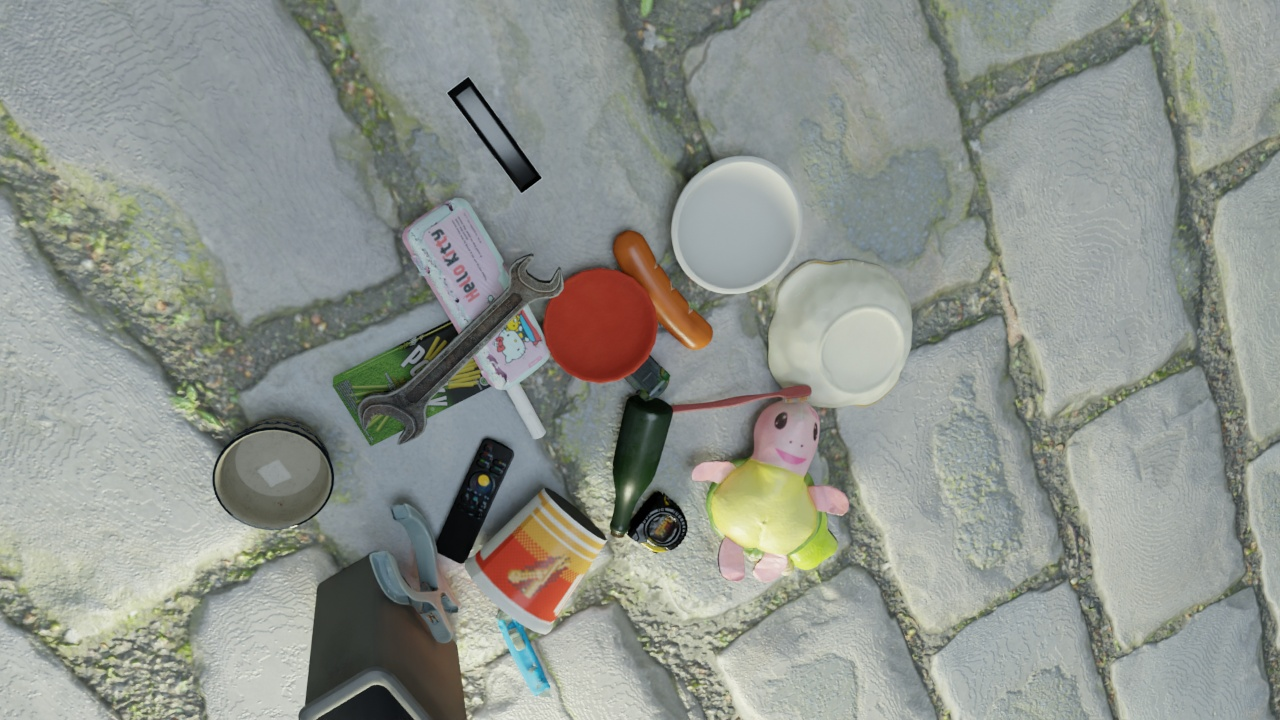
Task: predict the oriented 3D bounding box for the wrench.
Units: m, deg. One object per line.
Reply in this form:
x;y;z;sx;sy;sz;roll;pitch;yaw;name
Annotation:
-0.183;-0.009;0.930;0.274;0.010;0.070;-41;112;16;wrench

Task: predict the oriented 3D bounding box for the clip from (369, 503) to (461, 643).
-0.244;0.224;1.041;0.029;0.142;0.172;-11;132;13;clip

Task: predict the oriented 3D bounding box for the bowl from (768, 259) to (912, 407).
0.248;-0.020;1.083;0.188;0.060;0.219;-41;116;3;bowl

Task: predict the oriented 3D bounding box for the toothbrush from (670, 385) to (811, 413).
0.108;0.049;1.076;0.184;0.015;0.016;-7;144;2;toothbrush

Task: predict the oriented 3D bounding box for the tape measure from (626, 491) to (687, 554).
0.025;0.198;1.117;0.062;0.038;0.067;37;94;-16;tape measure

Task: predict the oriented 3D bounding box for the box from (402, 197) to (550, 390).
-0.166;-0.065;0.943;0.086;0.045;0.202;-41;118;-29;box

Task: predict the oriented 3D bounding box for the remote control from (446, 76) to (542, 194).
-0.145;-0.224;0.921;0.028;0.012;0.124;-37;115;0;remote control

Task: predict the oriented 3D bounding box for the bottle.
-0.008;0.129;1.071;0.055;0.055;0.174;8;109;-18;bottle

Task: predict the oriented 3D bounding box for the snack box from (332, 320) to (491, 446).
-0.241;0.022;0.980;0.147;0.025;0.080;-27;115;-5;snack box

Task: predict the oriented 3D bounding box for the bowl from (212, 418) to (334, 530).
-0.379;0.111;0.956;0.115;0.059;0.116;-5;111;-14;bowl

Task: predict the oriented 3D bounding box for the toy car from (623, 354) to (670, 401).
-0.006;0.006;1.032;0.042;0.036;0.091;-46;108;-1;toy car

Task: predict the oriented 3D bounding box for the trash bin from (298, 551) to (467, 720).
-0.268;0.345;0.987;0.097;0.220;0.192;-31;115;-3;trash bin

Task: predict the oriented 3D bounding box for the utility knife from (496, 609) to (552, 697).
-0.144;0.366;1.145;0.031;0.015;0.158;-21;116;-2;utility knife

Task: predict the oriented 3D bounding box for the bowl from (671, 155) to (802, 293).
0.100;-0.150;1.000;0.149;0.043;0.150;-5;111;-14;bowl

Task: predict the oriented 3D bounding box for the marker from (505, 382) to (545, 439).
-0.140;0.031;1.015;0.017;0.020;0.133;-33;116;-17;marker

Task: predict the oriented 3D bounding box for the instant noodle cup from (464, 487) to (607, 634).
-0.113;0.222;1.046;0.123;0.123;0.121;41;88;-25;instant noodle cup

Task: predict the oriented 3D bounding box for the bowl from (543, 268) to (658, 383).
-0.041;-0.036;0.988;0.122;0.035;0.122;0;88;5;bowl

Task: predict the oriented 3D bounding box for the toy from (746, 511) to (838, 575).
0.192;0.235;1.173;0.115;0.046;0.092;-25;114;2;toy

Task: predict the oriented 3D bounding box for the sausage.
0.024;-0.073;1.010;0.044;0.039;0.164;-50;117;-22;sausage

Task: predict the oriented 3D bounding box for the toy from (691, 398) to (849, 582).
0.154;0.160;1.110;0.190;0.087;0.238;12;103;4;toy

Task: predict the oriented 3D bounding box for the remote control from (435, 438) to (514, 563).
-0.189;0.160;1.048;0.041;0.020;0.152;26;102;2;remote control
